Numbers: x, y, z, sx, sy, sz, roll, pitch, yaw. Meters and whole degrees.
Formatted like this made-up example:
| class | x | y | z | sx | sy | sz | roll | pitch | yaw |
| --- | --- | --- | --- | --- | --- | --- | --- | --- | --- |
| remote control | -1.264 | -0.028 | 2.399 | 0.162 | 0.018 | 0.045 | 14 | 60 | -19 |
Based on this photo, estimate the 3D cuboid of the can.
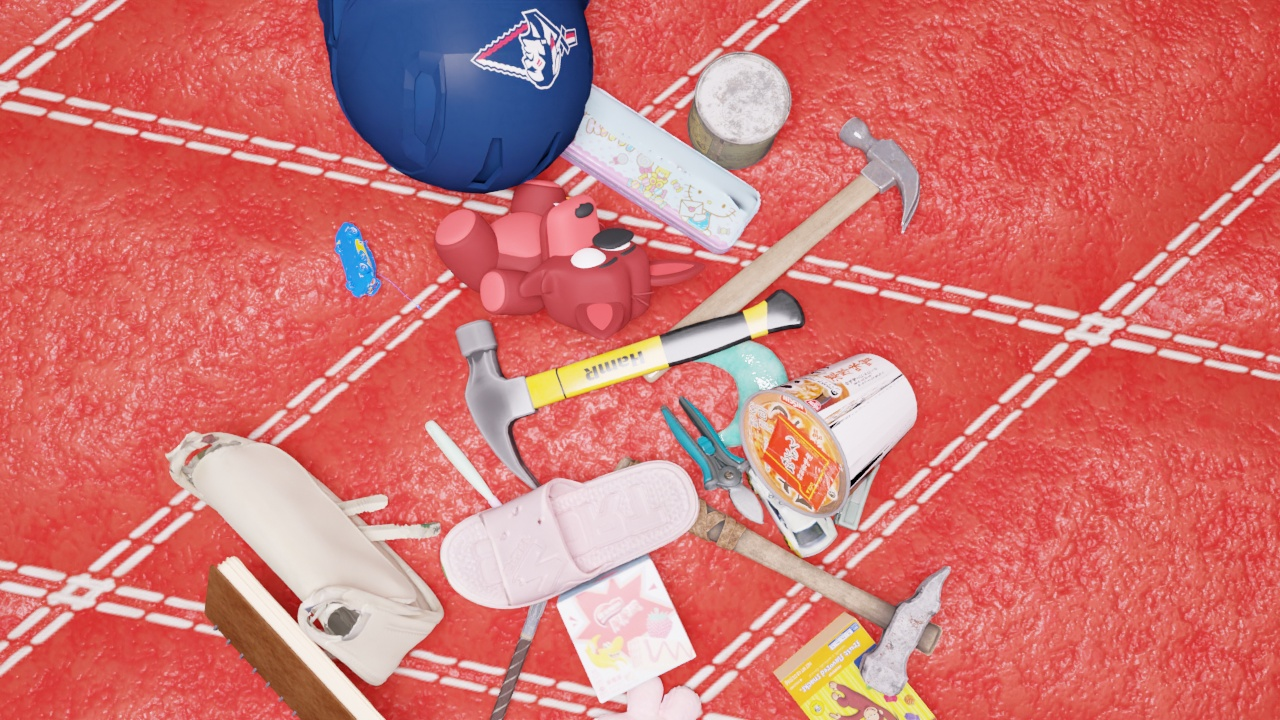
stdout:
| class | x | y | z | sx | sy | sz | roll | pitch | yaw |
| --- | --- | --- | --- | --- | --- | --- | --- | --- | --- |
| can | 0.093 | -0.238 | 0.882 | 0.090 | 0.074 | 0.090 | 0 | 83 | -3 |

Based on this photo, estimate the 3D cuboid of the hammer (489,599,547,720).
| class | x | y | z | sx | sy | sz | roll | pitch | yaw |
| --- | --- | --- | --- | --- | --- | --- | --- | --- | --- |
| hammer | -0.137 | 0.343 | 0.825 | 0.098 | 0.044 | 0.321 | 20 | 83 | 1 |

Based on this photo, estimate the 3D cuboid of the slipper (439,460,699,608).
| class | x | y | z | sx | sy | sz | roll | pitch | yaw |
| --- | --- | --- | --- | --- | --- | --- | --- | --- | --- |
| slipper | -0.065 | 0.152 | 0.807 | 0.239 | 0.064 | 0.094 | -20 | 74 | 3 |

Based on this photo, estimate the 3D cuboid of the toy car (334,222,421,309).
| class | x | y | z | sx | sy | sz | roll | pitch | yaw |
| --- | --- | --- | --- | --- | --- | --- | --- | --- | --- |
| toy car | -0.253 | -0.088 | 0.886 | 0.033 | 0.061 | 0.092 | -41 | 62 | 37 |

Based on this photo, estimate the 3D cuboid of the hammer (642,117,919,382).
| class | x | y | z | sx | sy | sz | roll | pitch | yaw |
| --- | --- | --- | --- | --- | --- | --- | --- | --- | --- |
| hammer | 0.126 | -0.095 | 0.876 | 0.331 | 0.031 | 0.119 | -39 | 64 | -3 |

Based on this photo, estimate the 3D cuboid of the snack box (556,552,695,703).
| class | x | y | z | sx | sy | sz | roll | pitch | yaw |
| --- | --- | --- | --- | --- | --- | --- | --- | --- | --- |
| snack box | -0.014 | 0.236 | 0.821 | 0.093 | 0.079 | 0.094 | -24 | 84 | -4 |

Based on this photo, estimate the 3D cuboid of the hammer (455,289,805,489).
| class | x | y | z | sx | sy | sz | roll | pitch | yaw |
| --- | --- | --- | --- | --- | --- | --- | --- | --- | --- |
| hammer | -0.005 | 0.005 | 0.854 | 0.324 | 0.034 | 0.170 | -18 | 85 | 4 |

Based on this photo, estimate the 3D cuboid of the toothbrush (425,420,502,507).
| class | x | y | z | sx | sy | sz | roll | pitch | yaw |
| --- | --- | --- | --- | --- | --- | --- | --- | --- | --- |
| toothbrush | -0.152 | 0.118 | 0.864 | 0.022 | 0.015 | 0.155 | -42 | 86 | 26 |

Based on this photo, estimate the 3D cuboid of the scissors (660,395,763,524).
| class | x | y | z | sx | sy | sz | roll | pitch | yaw |
| --- | --- | --- | --- | --- | --- | --- | --- | --- | --- |
| scissors | 0.072 | 0.087 | 0.844 | 0.136 | 0.019 | 0.137 | 15 | 56 | 13 |

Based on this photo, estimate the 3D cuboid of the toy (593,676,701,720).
| class | x | y | z | sx | sy | sz | roll | pitch | yaw |
| --- | --- | --- | --- | --- | --- | --- | --- | --- | --- |
| toy | 0.008 | 0.338 | 0.827 | 0.108 | 0.053 | 0.105 | 22 | 68 | 3 |

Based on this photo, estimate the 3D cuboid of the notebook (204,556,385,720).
| class | x | y | z | sx | sy | sz | roll | pitch | yaw |
| --- | --- | --- | --- | --- | --- | --- | --- | --- | --- |
| notebook | -0.284 | 0.272 | 0.777 | 0.225 | 0.168 | 0.024 | 45 | 52 | 4 |

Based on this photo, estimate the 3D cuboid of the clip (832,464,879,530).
| class | x | y | z | sx | sy | sz | roll | pitch | yaw |
| --- | --- | --- | --- | --- | --- | --- | --- | --- | --- |
| clip | 0.204 | 0.122 | 0.866 | 0.023 | 0.044 | 0.076 | 20 | 83 | -1 |

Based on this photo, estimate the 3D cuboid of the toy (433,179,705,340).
| class | x | y | z | sx | sy | sz | roll | pitch | yaw |
| --- | --- | --- | --- | --- | --- | --- | --- | --- | --- |
| toy | -0.066 | -0.088 | 0.815 | 0.197 | 0.157 | 0.121 | 21 | 126 | 29 |

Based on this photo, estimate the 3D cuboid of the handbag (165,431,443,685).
| class | x | y | z | sx | sy | sz | roll | pitch | yaw |
| --- | --- | --- | --- | --- | --- | --- | --- | --- | --- |
| handbag | -0.268 | 0.149 | 0.785 | 0.229 | 0.184 | 0.131 | 38 | 77 | 19 |

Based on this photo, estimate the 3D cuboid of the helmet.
| class | x | y | z | sx | sy | sz | roll | pitch | yaw |
| --- | --- | --- | --- | --- | --- | --- | --- | --- | --- |
| helmet | -0.142 | -0.263 | 0.785 | 0.231 | 0.273 | 0.223 | -16 | 73 | -35 |

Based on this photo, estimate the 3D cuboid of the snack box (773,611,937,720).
| class | x | y | z | sx | sy | sz | roll | pitch | yaw |
| --- | --- | --- | --- | --- | --- | --- | --- | --- | --- |
| snack box | 0.198 | 0.310 | 0.837 | 0.088 | 0.040 | 0.126 | -38 | 86 | -5 |

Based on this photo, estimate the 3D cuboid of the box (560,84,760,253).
| class | x | y | z | sx | sy | sz | roll | pitch | yaw |
| --- | --- | --- | --- | --- | --- | --- | --- | --- | --- |
| box | 0.013 | -0.186 | 0.894 | 0.214 | 0.033 | 0.076 | 33 | 83 | 3 |

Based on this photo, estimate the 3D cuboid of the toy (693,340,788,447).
| class | x | y | z | sx | sy | sz | roll | pitch | yaw |
| --- | --- | --- | --- | --- | --- | --- | --- | --- | --- |
| toy | 0.098 | 0.025 | 0.874 | 0.085 | 0.033 | 0.105 | -18 | 81 | 11 |

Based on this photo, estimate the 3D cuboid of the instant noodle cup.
| class | x | y | z | sx | sy | sz | roll | pitch | yaw |
| --- | --- | --- | --- | --- | --- | --- | --- | --- | --- |
| instant noodle cup | 0.175 | 0.057 | 0.820 | 0.121 | 0.124 | 0.123 | -28 | 84 | -31 |

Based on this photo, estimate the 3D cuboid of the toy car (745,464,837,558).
| class | x | y | z | sx | sy | sz | roll | pitch | yaw |
| --- | --- | --- | --- | --- | --- | --- | --- | --- | --- |
| toy car | 0.142 | 0.134 | 0.861 | 0.048 | 0.033 | 0.105 | -32 | 84 | -3 |

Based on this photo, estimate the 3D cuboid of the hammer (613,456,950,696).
| class | x | y | z | sx | sy | sz | roll | pitch | yaw |
| --- | --- | --- | --- | --- | --- | --- | --- | --- | --- |
| hammer | 0.115 | 0.173 | 0.824 | 0.319 | 0.049 | 0.121 | 26 | 83 | 14 |
